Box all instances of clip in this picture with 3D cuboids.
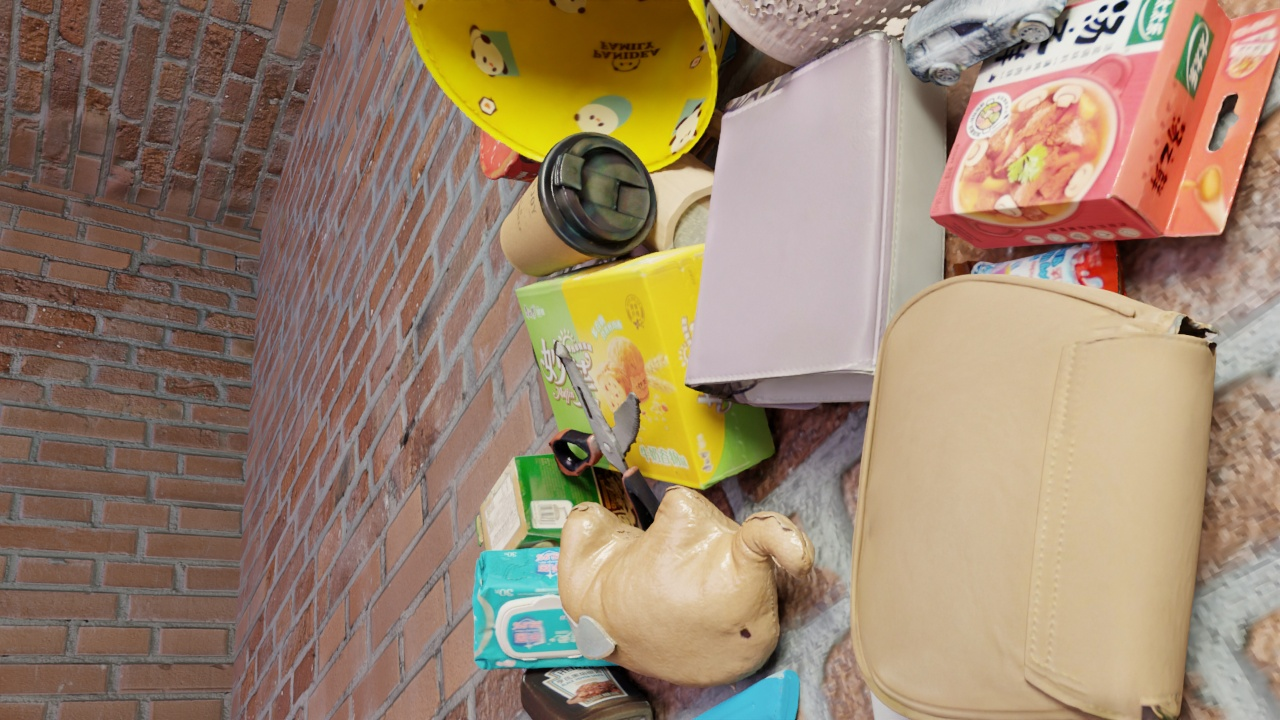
[{"bbox_3d":[0.062,-0.256,0.786,0.056,0.026,0.024,-30,57,37],"label":"clip"}]

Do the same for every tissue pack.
[{"bbox_3d":[-0.067,0.199,0.734,0.050,0.133,0.093,-101,9,-63],"label":"tissue pack"}]

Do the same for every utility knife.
[{"bbox_3d":[0.049,0.259,0.637,0.188,0.018,0.034,-47,32,43],"label":"utility knife"}]

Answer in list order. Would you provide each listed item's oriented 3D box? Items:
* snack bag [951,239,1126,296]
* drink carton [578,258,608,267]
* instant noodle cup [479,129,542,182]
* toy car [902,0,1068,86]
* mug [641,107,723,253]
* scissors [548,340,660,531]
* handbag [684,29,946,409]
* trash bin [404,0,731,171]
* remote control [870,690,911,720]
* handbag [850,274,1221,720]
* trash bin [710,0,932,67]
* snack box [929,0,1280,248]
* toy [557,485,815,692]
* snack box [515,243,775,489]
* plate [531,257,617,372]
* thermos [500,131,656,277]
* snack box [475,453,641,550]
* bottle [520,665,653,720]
[{"bbox_3d":[0.203,-0.039,0.467,0.105,0.026,0.045,-15,74,58],"label":"snack bag"},{"bbox_3d":[-0.028,-0.134,0.820,0.054,0.045,0.122,-50,10,41],"label":"drink carton"},{"bbox_3d":[-0.089,-0.237,0.940,0.138,0.108,0.137,-28,57,53],"label":"instant noodle cup"},{"bbox_3d":[0.175,-0.175,0.467,0.091,0.034,0.042,-13,51,55],"label":"toy car"},{"bbox_3d":[0.044,-0.134,0.722,0.125,0.084,0.103,-51,38,9],"label":"mug"},{"bbox_3d":[-0.019,0.076,0.674,0.189,0.015,0.227,51,156,-2],"label":"scissors"},{"bbox_3d":[0.107,-0.074,0.561,0.145,0.098,0.196,-4,75,43],"label":"handbag"},{"bbox_3d":[-0.017,-0.310,0.693,0.230,0.229,0.254,-27,35,53],"label":"trash bin"},{"bbox_3d":[0.147,0.166,0.499,0.056,0.020,0.135,-36,51,51],"label":"remote control"},{"bbox_3d":[0.175,0.065,0.416,0.148,0.099,0.204,4,84,52],"label":"handbag"},{"bbox_3d":[0.130,-0.278,0.510,0.193,0.227,0.227,133,138,-61],"label":"trash bin"},{"bbox_3d":[0.214,-0.114,0.432,0.127,0.044,0.113,7,73,60],"label":"snack box"},{"bbox_3d":[0.036,0.153,0.614,0.227,0.082,0.143,-17,103,41],"label":"toy"},{"bbox_3d":[-0.004,0.004,0.697,0.210,0.069,0.158,0,109,59],"label":"snack box"},{"bbox_3d":[-0.063,-0.066,0.927,0.180,0.024,0.179,-30,55,54],"label":"plate"},{"bbox_3d":[-0.054,-0.110,0.697,0.144,0.093,0.093,-18,65,59],"label":"thermos"},{"bbox_3d":[-0.073,0.141,0.793,0.118,0.105,0.118,-54,39,35],"label":"snack box"},{"bbox_3d":[-0.063,0.267,0.761,0.195,0.079,0.044,13,106,61],"label":"bottle"}]
